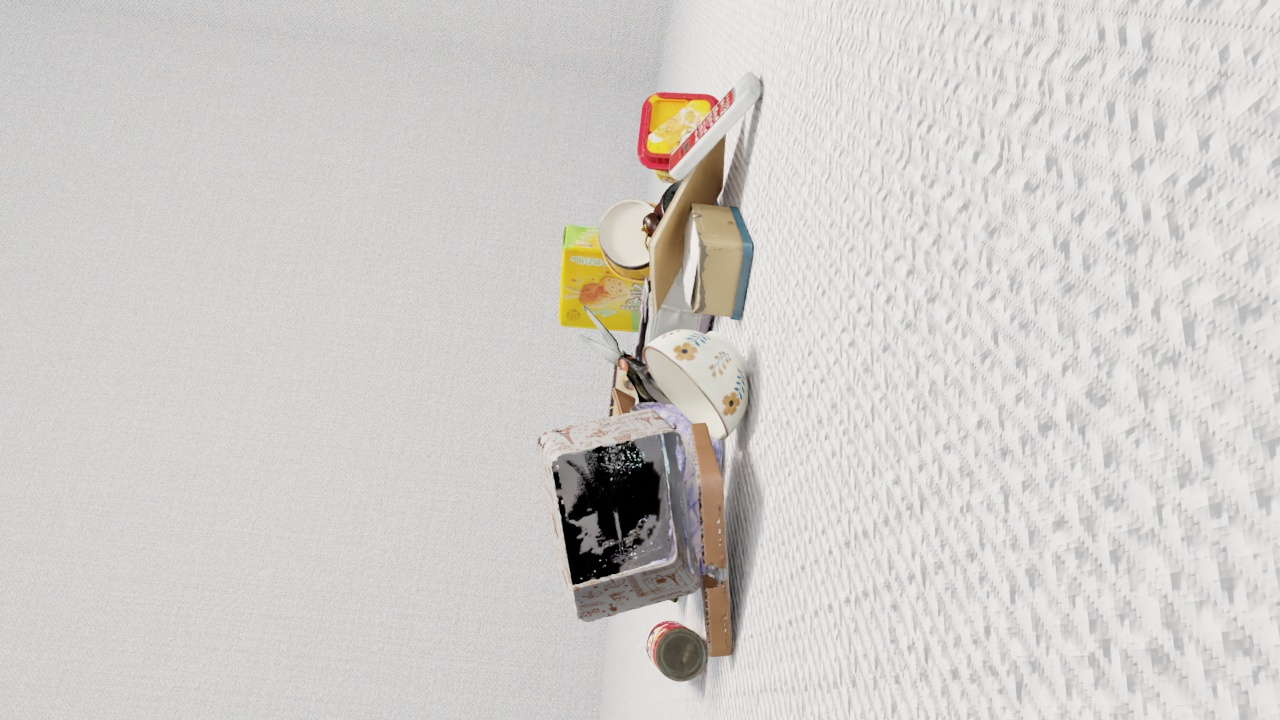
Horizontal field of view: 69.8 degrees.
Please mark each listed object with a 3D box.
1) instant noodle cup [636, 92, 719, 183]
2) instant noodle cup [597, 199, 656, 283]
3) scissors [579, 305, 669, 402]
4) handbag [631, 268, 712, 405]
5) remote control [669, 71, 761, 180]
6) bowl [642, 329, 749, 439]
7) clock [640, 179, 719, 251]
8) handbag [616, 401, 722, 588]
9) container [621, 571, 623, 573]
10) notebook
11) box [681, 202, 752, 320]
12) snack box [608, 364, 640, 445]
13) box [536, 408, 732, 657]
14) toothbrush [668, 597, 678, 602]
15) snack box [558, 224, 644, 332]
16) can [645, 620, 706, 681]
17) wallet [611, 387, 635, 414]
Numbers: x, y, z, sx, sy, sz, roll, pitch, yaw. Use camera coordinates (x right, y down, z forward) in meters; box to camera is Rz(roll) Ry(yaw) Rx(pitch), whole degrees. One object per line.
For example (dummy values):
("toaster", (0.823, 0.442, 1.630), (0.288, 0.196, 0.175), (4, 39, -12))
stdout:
("instant noodle cup", (0.061, -0.313, 1.331), (0.123, 0.116, 0.116), (56, -140, -77))
("instant noodle cup", (-0.005, -0.171, 1.290), (0.114, 0.118, 0.118), (-4, -80, -82))
("scissors", (-0.007, 0.025, 1.214), (0.222, 0.021, 0.211), (10, 121, 51))
("handbag", (0.042, -0.040, 1.252), (0.144, 0.098, 0.197), (-79, -1, -48))
("remote control", (0.079, -0.255, 1.002), (0.136, 0.020, 0.055), (-43, 22, 30))
("bowl", (0.062, 0.013, 0.856), (0.062, 0.113, 0.113), (-40, -7, -12))
("clock", (0.051, -0.181, 1.203), (0.121, 0.082, 0.055), (-54, 8, -22))
("handbag", (0.028, 0.154, 1.017), (0.134, 0.075, 0.194), (28, 114, 55))
("container", (0.019, 0.229, 1.158), (0.090, 0.090, 0.111), (165, 108, -87))
("notebook", (0.058, -0.176, 1.096), (0.150, 0.012, 0.211), (84, -150, -63))
("box", (0.080, -0.109, 0.991), (0.184, 0.060, 0.090), (-95, 11, -64))
("snack box", (0.009, 0.071, 1.393), (0.053, 0.113, 0.125), (108, 168, -81))
("box", (0.008, 0.161, 0.833), (0.193, 0.156, 0.183), (-138, 38, -69))
("toothbrush", (0.051, 0.226, 1.211), (0.012, 0.017, 0.185), (9, -94, -56))
("snack box", (-0.021, -0.125, 1.445), (0.069, 0.210, 0.158), (-89, 5, -49))
("can", (0.036, 0.310, 0.988), (0.133, 0.053, 0.053), (110, 165, -77))
("wallet", (0.012, 0.088, 1.287), (0.020, 0.115, 0.101), (-53, 21, 14))
